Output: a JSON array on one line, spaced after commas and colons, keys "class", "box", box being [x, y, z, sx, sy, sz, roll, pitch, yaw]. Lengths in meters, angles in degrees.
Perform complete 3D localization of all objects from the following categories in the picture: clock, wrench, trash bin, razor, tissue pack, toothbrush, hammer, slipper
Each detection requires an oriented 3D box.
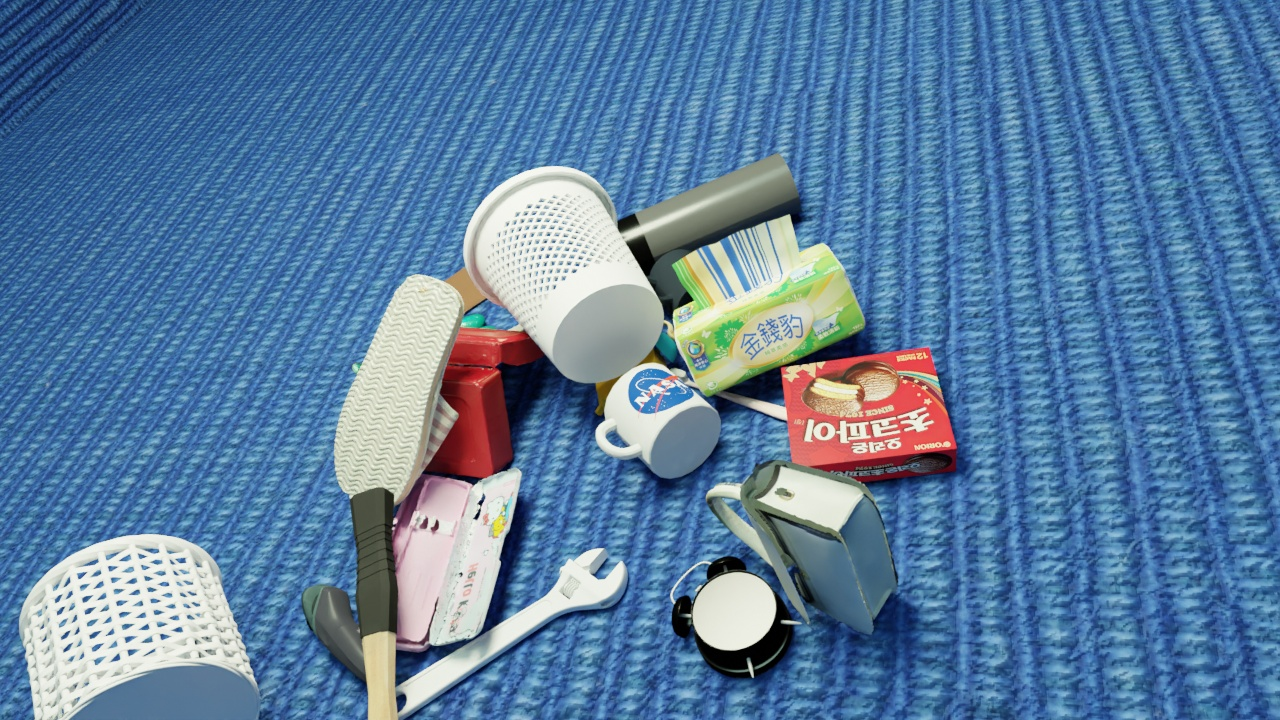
[{"class": "clock", "box": [0.079, 0.228, 0.830, 0.091, 0.042, 0.121, -42, 46, -17]}, {"class": "wrench", "box": [-0.134, 0.272, 0.905, 0.273, 0.018, 0.066, -32, 44, -5]}, {"class": "trash bin", "box": [-0.077, -0.087, 1.052, 0.195, 0.196, 0.199, -31, 48, -6]}, {"class": "razor", "box": [-0.306, 0.285, 0.953, 0.143, 0.047, 0.052, 30, 90, 38]}, {"class": "tissue pack", "box": [0.123, -0.072, 0.994, 0.198, 0.141, 0.120, -26, 21, 4]}, {"class": "toothbrush", "box": [0.106, 0.040, 1.020, 0.181, 0.018, 0.015, 18, 55, 35]}, {"class": "hammer", "box": [-0.248, 0.278, 0.873, 0.131, 0.039, 0.327, -19, 59, 11]}, {"class": "clock", "box": [-0.006, 0.006, 1.075, 0.099, 0.043, 0.129, -4, 54, 42]}, {"class": "slipper", "box": [-0.253, 0.036, 0.998, 0.115, 0.052, 0.263, 22, 99, 14]}]

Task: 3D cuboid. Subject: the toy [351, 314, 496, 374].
[{"class": "toy", "box": [-0.283, -0.010, 1.209, 0.193, 0.072, 0.130, -30, 42, -19]}]

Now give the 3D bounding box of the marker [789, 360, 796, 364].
[{"class": "marker", "box": [0.153, -0.045, 1.083, 0.011, 0.011, 0.152, -23, 43, 2]}]

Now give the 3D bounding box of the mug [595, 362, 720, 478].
[{"class": "mug", "box": [0.010, 0.069, 0.973, 0.121, 0.091, 0.090, -23, 40, -24]}]

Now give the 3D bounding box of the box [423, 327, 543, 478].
[{"class": "box", "box": [-0.217, 0.047, 1.090, 0.157, 0.156, 0.170, 5, 93, 23]}]

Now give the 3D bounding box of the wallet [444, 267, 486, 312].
[{"class": "wallet", "box": [-0.283, -0.081, 1.312, 0.121, 0.013, 0.087, -36, 47, -11]}]

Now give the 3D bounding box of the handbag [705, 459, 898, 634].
[{"class": "handbag", "box": [0.124, 0.158, 0.803, 0.176, 0.151, 0.073, 16, 53, 40]}]

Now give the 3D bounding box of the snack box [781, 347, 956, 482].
[{"class": "snack box", "box": [0.226, 0.057, 0.926, 0.152, 0.036, 0.132, -8, 46, 11]}]

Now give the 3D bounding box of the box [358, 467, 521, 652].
[{"class": "box", "box": [-0.203, 0.209, 0.971, 0.154, 0.067, 0.201, -3, 48, 15]}]

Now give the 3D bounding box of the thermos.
[{"class": "thermos", "box": [0.082, -0.185, 1.199, 0.240, 0.082, 0.082, -23, 43, 3]}]

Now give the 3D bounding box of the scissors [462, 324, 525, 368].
[{"class": "scissors", "box": [-0.147, -0.029, 1.188, 0.185, 0.015, 0.178, 2, 50, 16]}]

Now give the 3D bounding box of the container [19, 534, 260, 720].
[{"class": "container", "box": [-0.497, 0.304, 0.912, 0.189, 0.189, 0.187, -36, 46, -12]}]

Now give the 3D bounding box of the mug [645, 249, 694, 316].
[{"class": "mug", "box": [0.043, -0.085, 1.115, 0.105, 0.071, 0.077, -5, 36, -27]}]
